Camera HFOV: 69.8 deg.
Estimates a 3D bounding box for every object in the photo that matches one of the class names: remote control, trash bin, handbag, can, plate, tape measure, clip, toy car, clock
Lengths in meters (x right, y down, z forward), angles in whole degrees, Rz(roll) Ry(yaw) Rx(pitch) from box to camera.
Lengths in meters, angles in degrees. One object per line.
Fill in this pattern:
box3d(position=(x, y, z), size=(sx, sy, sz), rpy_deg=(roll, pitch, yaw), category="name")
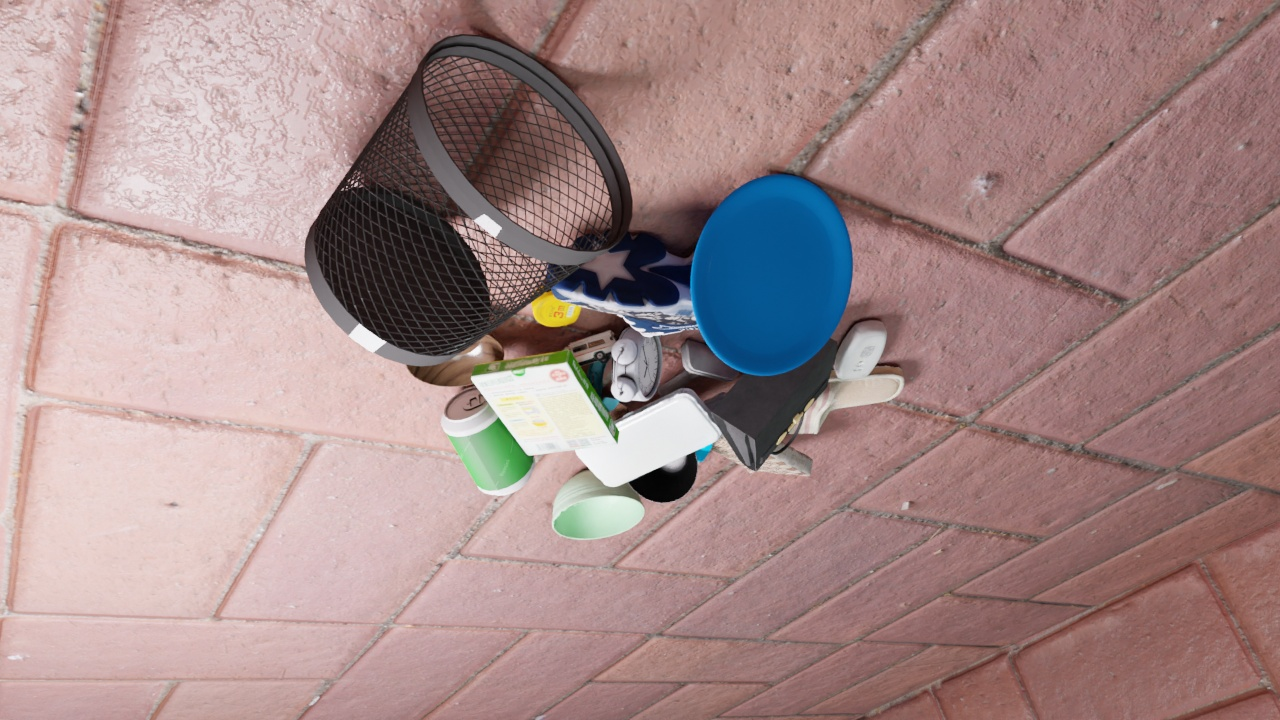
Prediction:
box3d(position=(0.312, -0.014, 1.299), size=(0.060, 0.028, 0.114), rpy_deg=(-7, 145, -8), category="remote control")
box3d(position=(-0.164, -0.130, 0.832), size=(0.217, 0.217, 0.228), rpy_deg=(21, 138, -39), category="trash bin")
box3d(position=(0.194, 0.072, 1.266), size=(0.175, 0.072, 0.196), rpy_deg=(-47, 148, -16), category="handbag")
box3d(position=(-0.203, 0.108, 1.231), size=(0.088, 0.087, 0.140), rpy_deg=(-17, 124, 7), category="can")
box3d(position=(0.146, -0.095, 1.031), size=(0.224, 0.024, 0.224), rpy_deg=(-7, 104, -29), category="plate")
box3d(position=(-0.101, -0.068, 1.092), size=(0.059, 0.030, 0.068), rpy_deg=(0, 141, -18), category="tape measure")
box3d(position=(0.173, 0.135, 1.423), size=(0.124, 0.047, 0.185), rpy_deg=(2, 160, 41), category="handbag")
box3d(position=(-0.060, 0.033, 1.219), size=(0.033, 0.120, 0.122), rpy_deg=(8, 172, -27), category="clip")
box3d(position=(-0.080, -0.009, 1.178), size=(0.113, 0.039, 0.039), rpy_deg=(-16, 171, 7), category="toy car")
box3d(position=(-0.007, 0.007, 1.155), size=(0.035, 0.094, 0.122), rpy_deg=(5, -170, 20), category="clock")

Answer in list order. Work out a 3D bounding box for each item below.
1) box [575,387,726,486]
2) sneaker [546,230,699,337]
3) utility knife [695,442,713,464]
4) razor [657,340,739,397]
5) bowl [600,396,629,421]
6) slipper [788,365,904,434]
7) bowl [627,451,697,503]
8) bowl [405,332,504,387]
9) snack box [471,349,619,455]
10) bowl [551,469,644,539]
box3d(position=(0.015, 0.092, 1.297), size=(0.211, 0.128, 0.105), rpy_deg=(-29, 114, 23), category="box")
box3d(position=(0.012, -0.071, 1.075), size=(0.269, 0.103, 0.133), rpy_deg=(1, 150, -24), category="sneaker")
box3d(position=(0.088, 0.143, 1.416), size=(0.031, 0.015, 0.221), rpy_deg=(19, 160, 3), category="utility knife")
box3d(position=(0.065, 0.021, 1.267), size=(0.088, 0.047, 0.116), rpy_deg=(15, 145, -34), category="razor")
box3d(position=(-0.072, 0.078, 1.312), size=(0.114, 0.026, 0.102), rpy_deg=(-32, 142, 27), category="bowl")
box3d(position=(0.271, 0.065, 1.379), size=(0.263, 0.052, 0.115), rpy_deg=(-10, 144, -4), category="slipper")
box3d(position=(0.038, 0.152, 1.408), size=(0.124, 0.124, 0.052), rpy_deg=(-30, 175, 24), category="bowl")
box3d(position=(-0.229, -0.014, 1.127), size=(0.119, 0.032, 0.119), rpy_deg=(-8, 145, -6), category="bowl")
box3d(position=(-0.117, 0.057, 1.159), size=(0.132, 0.027, 0.168), rpy_deg=(-8, 137, 20), category="snack box")
box3d(position=(-0.073, 0.223, 1.475), size=(0.151, 0.077, 0.151), rpy_deg=(-9, 145, -6), category="bowl")
